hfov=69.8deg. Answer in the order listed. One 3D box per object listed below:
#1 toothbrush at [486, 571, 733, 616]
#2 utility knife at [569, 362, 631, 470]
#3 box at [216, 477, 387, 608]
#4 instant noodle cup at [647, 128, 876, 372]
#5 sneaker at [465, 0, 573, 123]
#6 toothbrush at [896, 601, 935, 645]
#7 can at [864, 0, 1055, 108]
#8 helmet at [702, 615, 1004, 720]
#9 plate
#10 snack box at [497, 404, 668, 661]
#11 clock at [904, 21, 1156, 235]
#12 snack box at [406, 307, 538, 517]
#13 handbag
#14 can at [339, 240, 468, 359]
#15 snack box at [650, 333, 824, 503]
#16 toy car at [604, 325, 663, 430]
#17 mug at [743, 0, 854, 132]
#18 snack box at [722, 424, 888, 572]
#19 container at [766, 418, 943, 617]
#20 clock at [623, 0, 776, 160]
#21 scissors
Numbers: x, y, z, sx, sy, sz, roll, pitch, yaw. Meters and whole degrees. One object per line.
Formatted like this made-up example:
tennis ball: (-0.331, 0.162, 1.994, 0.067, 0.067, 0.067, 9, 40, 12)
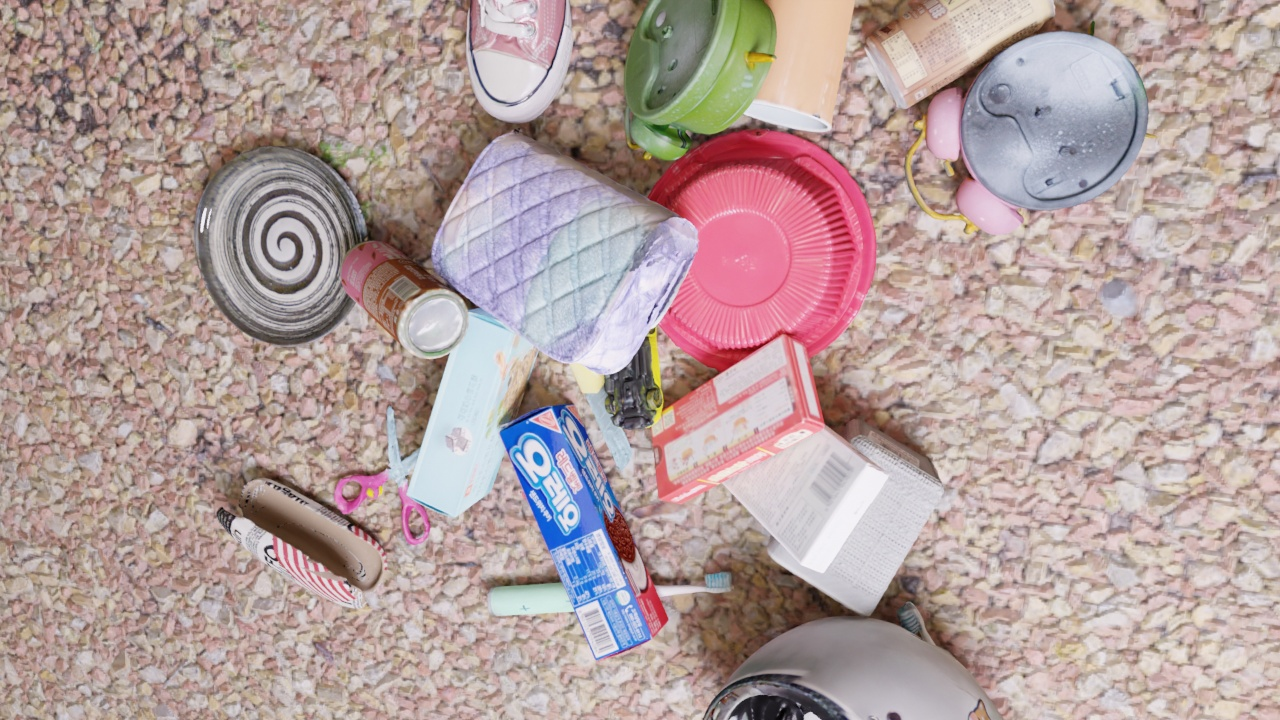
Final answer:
toothbrush: (-0.029, 0.204, 0.800, 0.225, 0.026, 0.027, -7, 92, 16)
utility knife: (-0.055, -0.010, 0.774, 0.031, 0.022, 0.220, -23, 86, 18)
box: (-0.310, 0.167, 0.862, 0.163, 0.083, 0.075, 25, 145, 8)
instant noodle cup: (0.081, -0.080, 0.703, 0.194, 0.065, 0.194, 3, 101, 14)
sneaker: (-0.093, -0.306, 0.697, 0.118, 0.087, 0.241, 14, 102, 12)
toothbrush: (0.271, 0.288, 0.735, 0.026, 0.027, 0.221, -33, 90, -23)
can: (0.221, -0.231, 0.643, 0.116, 0.058, 0.058, -29, 91, 17)
helmet: (0.186, 0.298, 0.687, 0.274, 0.156, 0.231, 49, 140, -9)
plate: (-0.320, -0.102, 0.827, 0.180, 0.024, 0.179, 3, 101, 16)
snack box: (-0.047, 0.137, 0.761, 0.057, 0.058, 0.207, -26, 83, 15)
clock: (0.265, -0.155, 0.645, 0.159, 0.059, 0.117, -27, 93, 16)
snack box: (-0.137, 0.040, 0.776, 0.051, 0.074, 0.175, 22, 104, 9)
handbag: (-0.062, -0.083, 0.697, 0.194, 0.075, 0.134, 35, 99, 33)
can: (-0.194, -0.052, 0.744, 0.147, 0.057, 0.058, 33, 110, 48)
snack box: (0.068, 0.048, 0.702, 0.153, 0.025, 0.075, -35, 49, 37)
toy car: (-0.004, 0.004, 0.753, 0.048, 0.032, 0.105, -10, 83, 32)
mug: (0.116, -0.237, 0.665, 0.078, 0.078, 0.123, 16, 97, 12)
snack box: (0.108, 0.078, 0.682, 0.027, 0.157, 0.085, 26, 100, -31)
container: (0.167, 0.114, 0.703, 0.090, 0.090, 0.114, 32, 102, 7)
clock: (0.033, -0.212, 0.663, 0.162, 0.056, 0.116, -29, 54, 48)
scissors: (-0.221, 0.111, 0.842, 0.133, 0.017, 0.130, -37, 87, 14)
